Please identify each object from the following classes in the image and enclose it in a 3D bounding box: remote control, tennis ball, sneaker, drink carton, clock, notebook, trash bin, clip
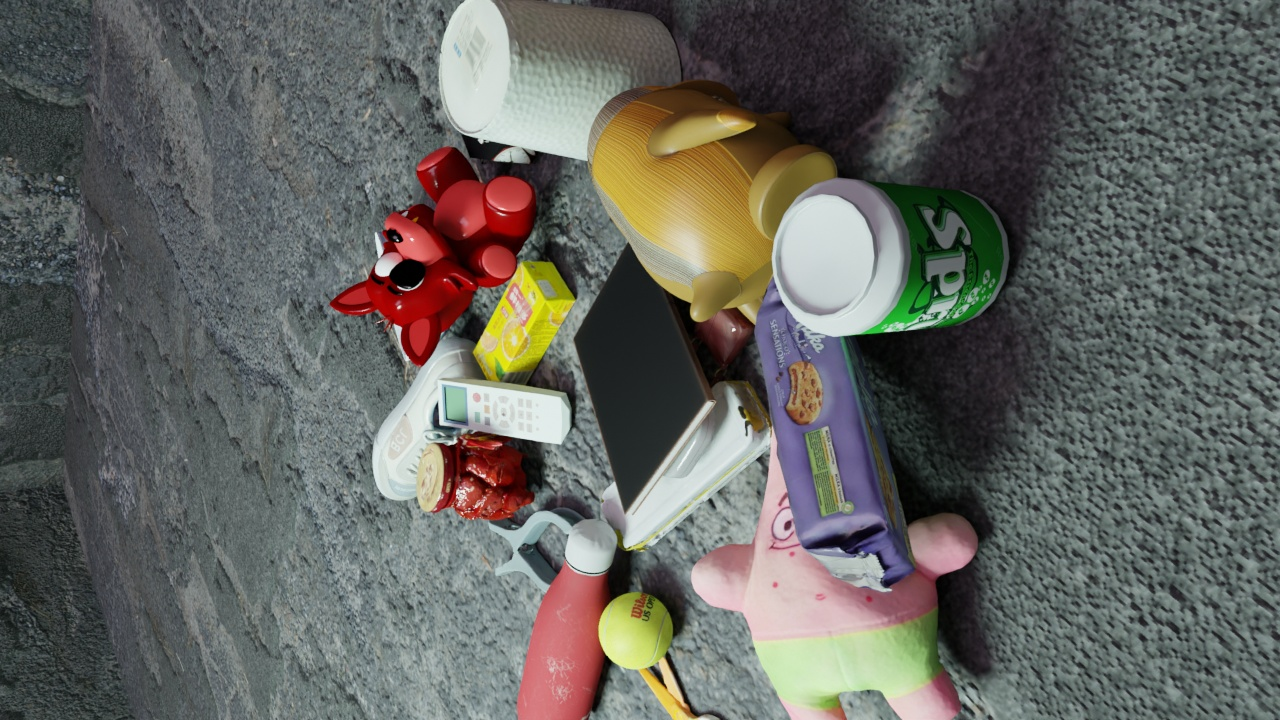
[{"bbox_3d":[0.017,0.027,0.764,0.074,0.019,0.151,-61,35,31],"label":"remote control"},{"bbox_3d":[-0.004,0.238,0.807,0.065,0.065,0.065,7,99,48],"label":"tennis ball"},{"bbox_3d":[-0.237,0.091,1.031,0.243,0.089,0.090,-57,39,31],"label":"sneaker"},{"bbox_3d":[-0.120,-0.034,0.925,0.058,0.042,0.135,58,132,28],"label":"drink carton"},{"bbox_3d":[-0.130,-0.255,0.889,0.155,0.065,0.114,-15,81,52],"label":"clock"},{"bbox_3d":[-0.005,0.005,0.778,0.142,0.008,0.209,-58,36,35],"label":"notebook"},{"bbox_3d":[-0.135,0.048,0.925,0.143,0.024,0.050,7,109,19],"label":"remote control"},{"bbox_3d":[-0.069,-0.232,0.757,0.133,0.161,0.133,7,99,48],"label":"trash bin"},{"bbox_3d":[-0.107,0.172,0.946,0.167,0.028,0.127,-5,88,48],"label":"clip"}]

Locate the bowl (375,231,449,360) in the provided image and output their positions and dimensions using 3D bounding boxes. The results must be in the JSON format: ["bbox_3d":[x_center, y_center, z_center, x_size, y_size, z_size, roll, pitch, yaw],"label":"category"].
[{"bbox_3d":[-0.239,-0.078,1.016,0.144,0.074,0.144,166,90,-73],"label":"bowl"}]

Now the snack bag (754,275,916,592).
[{"bbox_3d":[0.119,0.040,0.583,0.058,0.096,0.205,-19,56,19],"label":"snack bag"}]

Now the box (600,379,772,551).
[{"bbox_3d":[0.033,0.094,0.777,0.210,0.033,0.064,-47,58,39],"label":"box"}]

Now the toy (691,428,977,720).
[{"bbox_3d":[0.130,0.134,0.627,0.192,0.097,0.236,-15,69,17],"label":"toy"}]

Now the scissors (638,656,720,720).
[{"bbox_3d":[0.042,0.307,0.804,0.097,0.012,0.133,-39,67,42],"label":"scissors"}]

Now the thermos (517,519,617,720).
[{"bbox_3d":[-0.064,0.252,0.859,0.073,0.073,0.240,38,125,40],"label":"thermos"}]

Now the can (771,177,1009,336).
[{"bbox_3d":[0.150,-0.061,0.546,0.088,0.139,0.088,7,99,48],"label":"can"}]

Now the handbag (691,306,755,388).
[{"bbox_3d":[0.053,0.002,0.752,0.055,0.029,0.120,54,135,36],"label":"handbag"}]

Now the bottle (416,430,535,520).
[{"bbox_3d":[-0.163,0.115,0.937,0.099,0.111,0.098,-21,64,52],"label":"bottle"}]

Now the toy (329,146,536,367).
[{"bbox_3d":[-0.197,-0.103,0.890,0.158,0.120,0.197,30,73,31],"label":"toy"}]

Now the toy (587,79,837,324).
[{"bbox_3d":[0.045,-0.131,0.670,0.203,0.162,0.199,46,165,38],"label":"toy"}]
